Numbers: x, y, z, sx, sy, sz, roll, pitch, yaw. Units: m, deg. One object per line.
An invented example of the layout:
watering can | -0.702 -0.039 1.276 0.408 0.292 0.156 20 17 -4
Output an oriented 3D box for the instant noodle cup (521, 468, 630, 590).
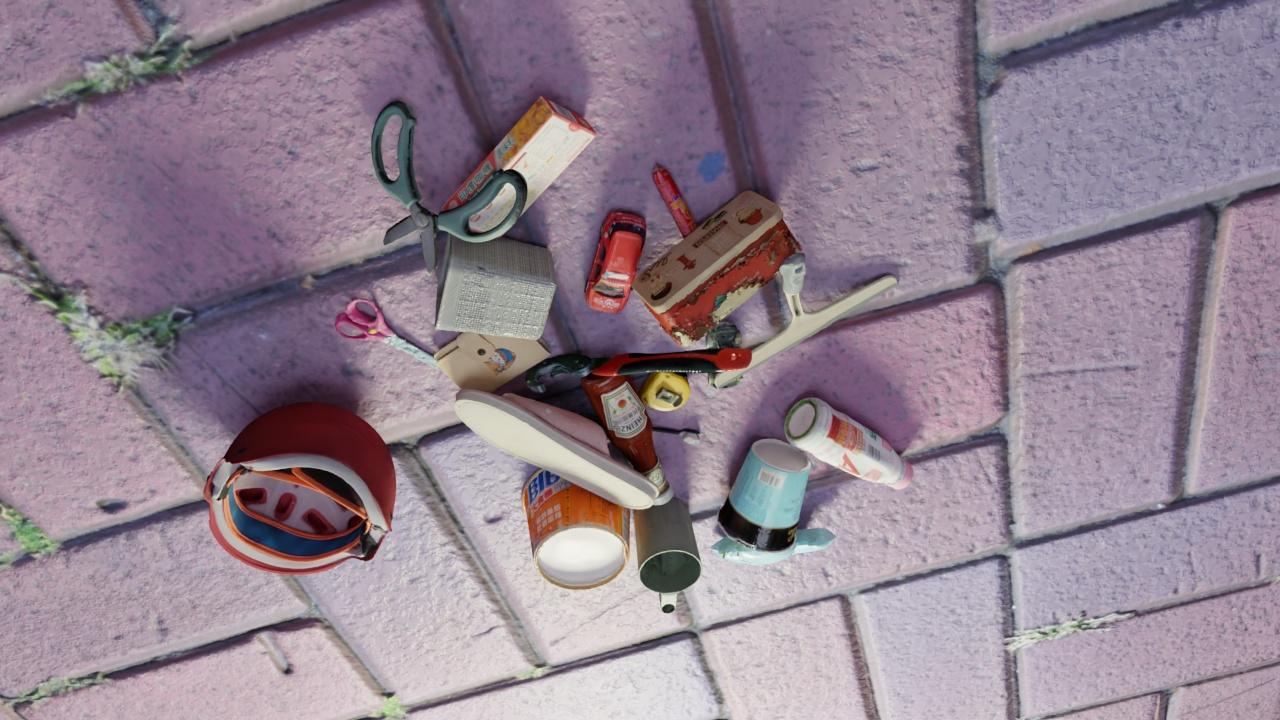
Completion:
instant noodle cup | -0.079 0.216 1.187 0.151 0.111 0.152 -3 126 -5

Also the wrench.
wrench | -0.006 0.006 1.040 0.274 0.056 0.016 -5 130 21

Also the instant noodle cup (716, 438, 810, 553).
instant noodle cup | 0.168 0.170 1.196 0.111 0.111 0.121 8 115 -13

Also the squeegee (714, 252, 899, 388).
squeegee | 0.165 -0.073 0.979 0.246 0.039 0.246 -30 161 3

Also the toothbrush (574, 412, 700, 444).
toothbrush | -0.009 0.085 1.161 0.181 0.018 0.016 11 126 -12

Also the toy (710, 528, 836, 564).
toy | 0.178 0.255 1.262 0.156 0.049 0.162 4 167 -44

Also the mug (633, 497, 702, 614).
mug | 0.033 0.261 1.237 0.083 0.103 0.124 -2 126 -6

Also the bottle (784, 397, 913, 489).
bottle | 0.275 0.114 1.187 0.196 0.068 0.068 28 118 -29

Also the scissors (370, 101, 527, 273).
scissors | -0.191 -0.176 0.894 0.170 0.019 0.173 -10 96 19

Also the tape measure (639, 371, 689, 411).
tape measure | 0.032 0.036 1.123 0.057 0.028 0.060 22 120 -21

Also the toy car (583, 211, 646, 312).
toy car | -0.028 -0.104 1.007 0.053 0.045 0.121 9 126 -12

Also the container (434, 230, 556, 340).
container | -0.155 -0.080 0.982 0.114 0.090 0.090 9 124 -16

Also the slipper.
slipper | -0.095 0.098 1.102 0.274 0.054 0.114 30 149 -13

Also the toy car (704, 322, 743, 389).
toy car | 0.099 -0.007 1.097 0.043 0.034 0.091 -7 126 1

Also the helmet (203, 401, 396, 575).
helmet | -0.391 0.142 1.083 0.207 0.143 0.241 28 132 -23

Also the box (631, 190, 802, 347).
box | 0.085 -0.092 0.978 0.168 0.091 0.079 -39 122 0

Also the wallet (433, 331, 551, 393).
wallet | -0.175 -0.007 1.071 0.115 0.024 0.087 -30 122 16

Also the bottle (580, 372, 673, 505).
bottle | -0.010 0.093 1.125 0.060 0.059 0.206 -20 118 8

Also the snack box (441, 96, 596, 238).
snack box | -0.121 -0.189 0.920 0.156 0.027 0.077 -42 157 21

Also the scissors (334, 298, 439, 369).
scissors | -0.286 -0.021 1.054 0.063 0.017 0.135 -40 124 20

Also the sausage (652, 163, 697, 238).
sausage | 0.049 -0.149 0.999 0.020 0.020 0.156 -24 125 10
